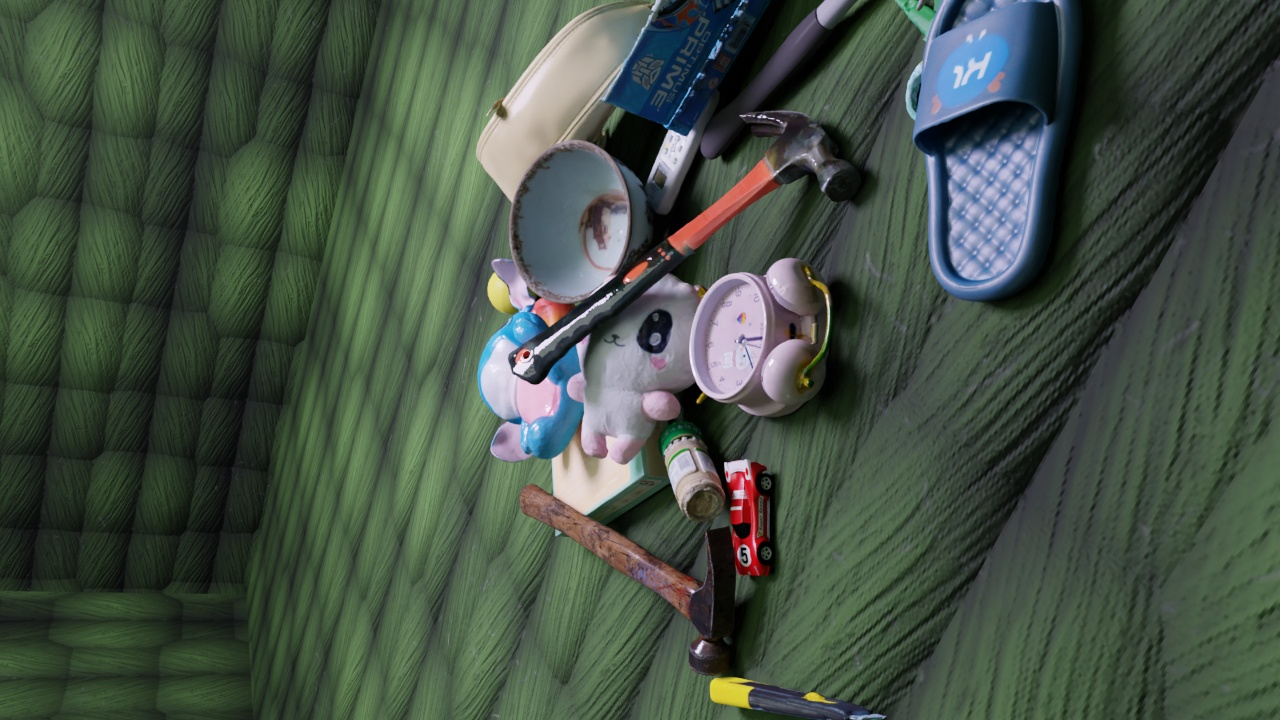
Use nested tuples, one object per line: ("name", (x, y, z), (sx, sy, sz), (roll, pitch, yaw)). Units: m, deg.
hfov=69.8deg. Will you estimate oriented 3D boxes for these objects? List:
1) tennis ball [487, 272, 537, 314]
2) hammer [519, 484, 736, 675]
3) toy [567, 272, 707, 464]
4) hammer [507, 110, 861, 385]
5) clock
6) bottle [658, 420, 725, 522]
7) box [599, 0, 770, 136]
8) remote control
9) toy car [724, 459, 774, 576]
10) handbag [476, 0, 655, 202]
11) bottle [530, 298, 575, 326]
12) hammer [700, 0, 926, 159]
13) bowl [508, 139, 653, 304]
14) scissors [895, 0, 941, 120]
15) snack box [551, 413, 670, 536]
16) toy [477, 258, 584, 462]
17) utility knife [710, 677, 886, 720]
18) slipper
("tennis ball", (-0.168, -0.093, 1.206), (0.065, 0.065, 0.065), (-25, 60, 56))
("hammer", (-0.026, 0.166, 0.855), (0.331, 0.033, 0.120), (16, 106, 53))
("toy", (-0.005, 0.005, 0.830), (0.139, 0.101, 0.179), (15, 81, 31))
("hammer", (0.017, -0.085, 0.767), (0.334, 0.033, 0.133), (-37, 46, 16))
("clock", (0.099, -0.017, 0.714), (0.158, 0.058, 0.116), (-10, 73, 59))
("bottle", (0.044, 0.093, 0.777), (0.110, 0.042, 0.043), (-110, 38, -64))
("box", (0.053, -0.330, 0.801), (0.244, 0.113, 0.114), (-57, 37, 25))
("remote control", (0.042, -0.210, 0.908), (0.134, 0.022, 0.050), (-65, 33, 27))
("toy car", (0.085, 0.126, 0.733), (0.038, 0.025, 0.089), (-20, 65, 58))
("handbag", (-0.070, -0.278, 0.984), (0.088, 0.190, 0.234), (44, 133, 3))
("bottle", (-0.106, -0.004, 1.087), (0.072, 0.048, 0.134), (-26, 60, 57))
("hammer", (0.135, -0.257, 0.739), (0.312, 0.029, 0.124), (-40, 39, 53))
("bowl", (-0.046, -0.135, 0.934), (0.160, 0.093, 0.160), (0, 90, 37))
("scissors", (0.203, -0.220, 0.636), (0.113, 0.012, 0.130), (-61, 36, 32))
("snack box", (-0.037, 0.086, 0.943), (0.194, 0.044, 0.141), (-42, 47, 49))
("toy", (-0.113, 0.008, 0.966), (0.191, 0.098, 0.224), (23, 113, 62))
("utility knife", (0.108, 0.245, 0.659), (0.174, 0.028, 0.020), (-19, 72, 56))
("slipper", (0.204, -0.142, 0.555), (0.104, 0.059, 0.213), (4, 91, 57))
